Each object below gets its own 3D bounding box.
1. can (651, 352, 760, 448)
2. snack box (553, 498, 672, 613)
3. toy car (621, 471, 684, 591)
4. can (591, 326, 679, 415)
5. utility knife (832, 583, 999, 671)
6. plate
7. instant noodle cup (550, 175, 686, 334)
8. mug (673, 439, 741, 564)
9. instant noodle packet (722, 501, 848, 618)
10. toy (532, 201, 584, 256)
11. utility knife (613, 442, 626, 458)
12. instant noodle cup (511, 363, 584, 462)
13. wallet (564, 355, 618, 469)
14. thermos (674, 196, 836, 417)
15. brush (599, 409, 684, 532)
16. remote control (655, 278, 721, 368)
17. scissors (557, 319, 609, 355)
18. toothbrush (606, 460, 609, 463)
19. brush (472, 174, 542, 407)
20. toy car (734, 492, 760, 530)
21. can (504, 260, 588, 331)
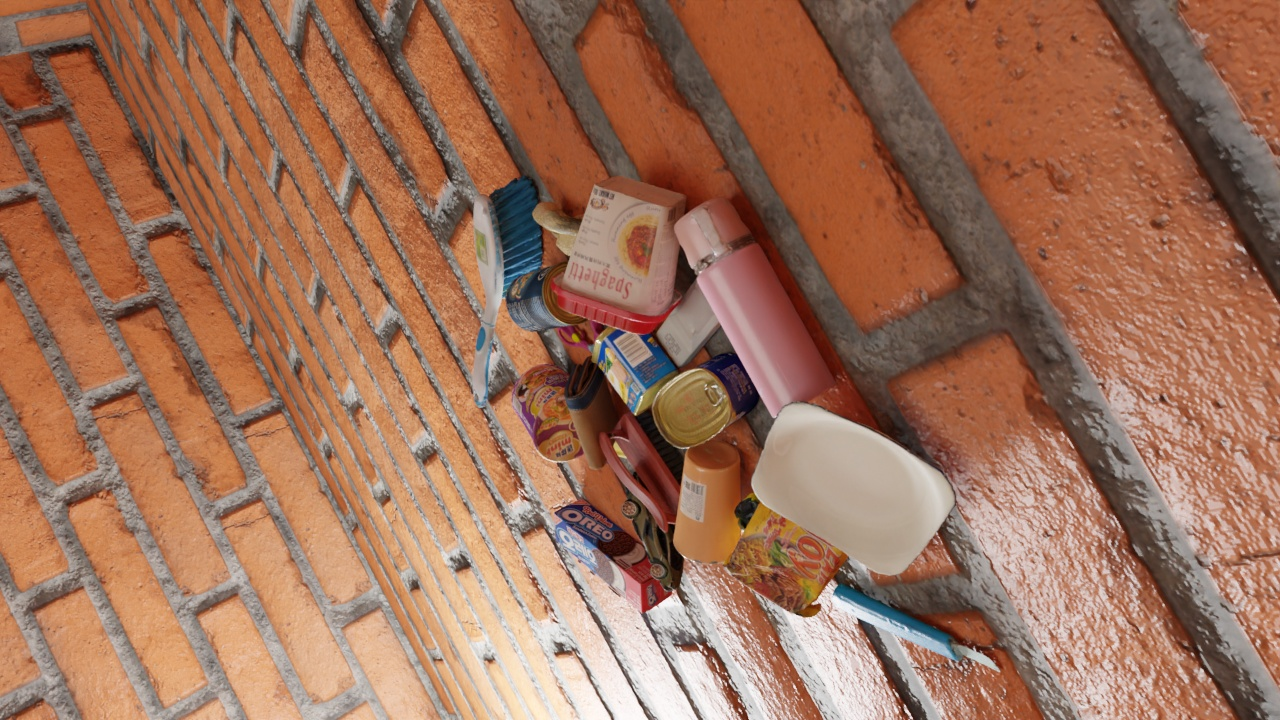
[{"bbox_3d":[0.068,0.043,0.960,0.074,0.049,0.148,59,149,7],"label":"can"},{"bbox_3d":[-0.043,0.271,1.293,0.208,0.057,0.058,29,133,44],"label":"snack box"},{"bbox_3d":[0.021,0.213,1.148,0.042,0.070,0.158,-19,100,20],"label":"toy car"},{"bbox_3d":[-0.006,0.006,1.022,0.083,0.057,0.102,53,164,11],"label":"can"},{"bbox_3d":[0.255,0.253,0.869,0.182,0.018,0.034,15,140,50],"label":"utility knife"},{"bbox_3d":[0.186,0.106,0.812,0.164,0.034,0.164,30,140,14],"label":"plate"},{"bbox_3d":[-0.012,-0.106,0.887,0.116,0.116,0.124,19,112,11],"label":"instant noodle cup"},{"bbox_3d":[0.076,0.153,1.011,0.078,0.078,0.123,31,133,42],"label":"mug"},{"bbox_3d":[0.150,0.190,0.914,0.111,0.044,0.129,29,125,12],"label":"instant noodle packet"},{"bbox_3d":[-0.065,-0.145,1.016,0.157,0.066,0.105,28,167,50],"label":"toy"},{"bbox_3d":[-0.052,0.112,1.218,0.184,0.019,0.031,8,116,53],"label":"utility knife"},{"bbox_3d":[-0.111,0.061,1.198,0.099,0.111,0.112,41,144,49],"label":"instant noodle cup"},{"bbox_3d":[-0.057,0.063,1.125,0.033,0.090,0.115,-4,124,20],"label":"wallet"},{"bbox_3d":[0.099,-0.049,0.815,0.198,0.067,0.087,62,-173,1],"label":"thermos"},{"bbox_3d":[0.012,0.133,1.093,0.146,0.069,0.063,55,149,13],"label":"brush"},{"bbox_3d":[0.053,-0.040,0.944,0.049,0.024,0.125,56,149,13],"label":"remote control"},{"bbox_3d":[-0.058,-0.018,1.138,0.133,0.017,0.134,39,142,27],"label":"scissors"},{"bbox_3d":[-0.080,0.093,1.254,0.189,0.016,0.014,51,153,17],"label":"toothbrush"},{"bbox_3d":[-0.180,-0.081,1.180,0.060,0.109,0.315,35,139,35],"label":"brush"},{"bbox_3d":[0.145,0.184,0.967,0.105,0.032,0.048,50,140,1],"label":"toy car"},{"bbox_3d":[-0.108,-0.075,1.109,0.111,0.075,0.075,-6,108,58],"label":"can"}]
